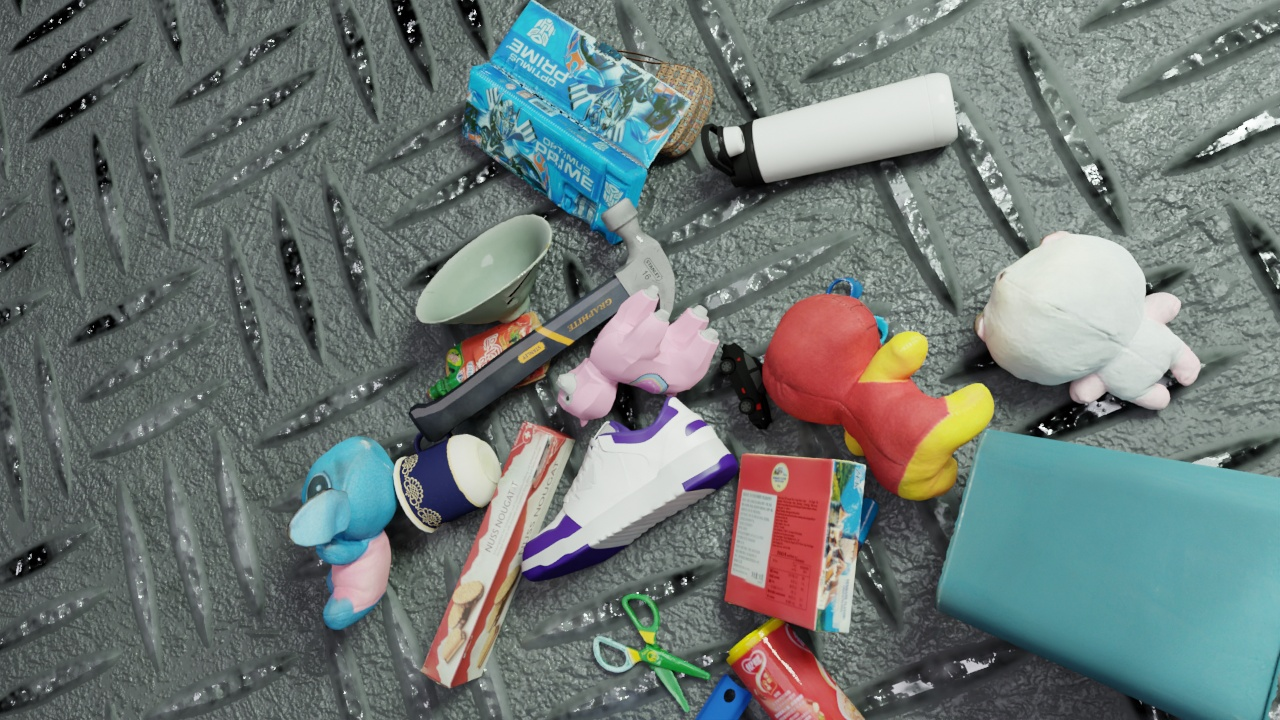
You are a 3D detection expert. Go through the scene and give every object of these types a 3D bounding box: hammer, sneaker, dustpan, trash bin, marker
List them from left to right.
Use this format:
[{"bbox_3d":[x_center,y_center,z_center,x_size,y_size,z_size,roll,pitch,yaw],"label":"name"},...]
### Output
[{"bbox_3d":[-0.104,-0.022,0.944,0.312,0.035,0.139,-34,101,2],"label":"hammer"},{"bbox_3d":[-0.032,0.123,0.912,0.244,0.092,0.111,-33,69,9],"label":"sneaker"},{"bbox_3d":[0.022,0.408,0.859,0.245,0.059,0.258,34,103,21],"label":"dustpan"},{"bbox_3d":[0.192,0.186,0.861,0.018,0.015,0.123,25,92,25],"label":"marker"},{"bbox_3d":[0.366,0.159,0.718,0.219,0.196,0.199,15,85,27],"label":"trash bin"}]

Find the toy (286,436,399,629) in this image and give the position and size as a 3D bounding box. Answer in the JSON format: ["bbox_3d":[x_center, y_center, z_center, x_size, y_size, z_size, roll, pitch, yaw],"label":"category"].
[{"bbox_3d":[-0.302,0.177,0.949,0.099,0.224,0.191,2,101,-7],"label":"toy"}]

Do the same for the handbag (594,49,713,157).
[{"bbox_3d":[-0.016,-0.292,1.001,0.196,0.043,0.093,28,96,22],"label":"handbag"}]

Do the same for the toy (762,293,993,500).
[{"bbox_3d":[0.196,0.026,0.818,0.216,0.098,0.148,41,131,33],"label":"toy"}]

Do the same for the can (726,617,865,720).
[{"bbox_3d":[0.140,0.299,0.831,0.067,0.066,0.124,-42,70,8],"label":"can"}]

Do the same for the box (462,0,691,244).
[{"bbox_3d":[-0.083,-0.259,0.981,0.243,0.060,0.176,38,115,21],"label":"box"}]

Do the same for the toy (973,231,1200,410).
[{"bbox_3d":[0.388,-0.027,0.789,0.179,0.101,0.139,34,106,4],"label":"toy"}]

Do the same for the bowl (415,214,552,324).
[{"bbox_3d":[-0.154,-0.078,0.992,0.174,0.068,0.174,-25,33,17],"label":"bowl"}]

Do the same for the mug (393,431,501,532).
[{"bbox_3d":[-0.202,0.114,0.976,0.089,0.085,0.111,-25,61,11],"label":"mug"}]

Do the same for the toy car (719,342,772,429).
[{"bbox_3d":[0.108,0.023,0.901,0.036,0.042,0.091,-29,72,15],"label":"toy car"}]

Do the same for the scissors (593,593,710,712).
[{"bbox_3d":[0.006,0.299,0.907,0.108,0.012,0.131,-37,70,11],"label":"scissors"}]

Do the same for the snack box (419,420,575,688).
[{"bbox_3d":[-0.142,0.198,0.943,0.044,0.076,0.273,22,88,18],"label":"snack box"}]

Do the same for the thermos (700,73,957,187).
[{"bbox_3d":[0.182,-0.223,0.888,0.230,0.101,0.068,-10,80,18],"label":"thermos"}]

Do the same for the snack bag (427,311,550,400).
[{"bbox_3d":[-0.170,0.008,1.009,0.155,0.044,0.087,-24,61,21],"label":"snack bag"}]

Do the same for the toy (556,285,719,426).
[{"bbox_3d":[-0.005,0.005,0.910,0.158,0.123,0.067,-52,33,25],"label":"toy"}]

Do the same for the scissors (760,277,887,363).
[{"bbox_3d":[0.171,-0.030,0.908,0.135,0.016,0.083,-26,78,18],"label":"scissors"}]

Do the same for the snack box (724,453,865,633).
[{"bbox_3d":[0.136,0.158,0.825,0.040,0.143,0.145,11,82,-24],"label":"snack box"}]
